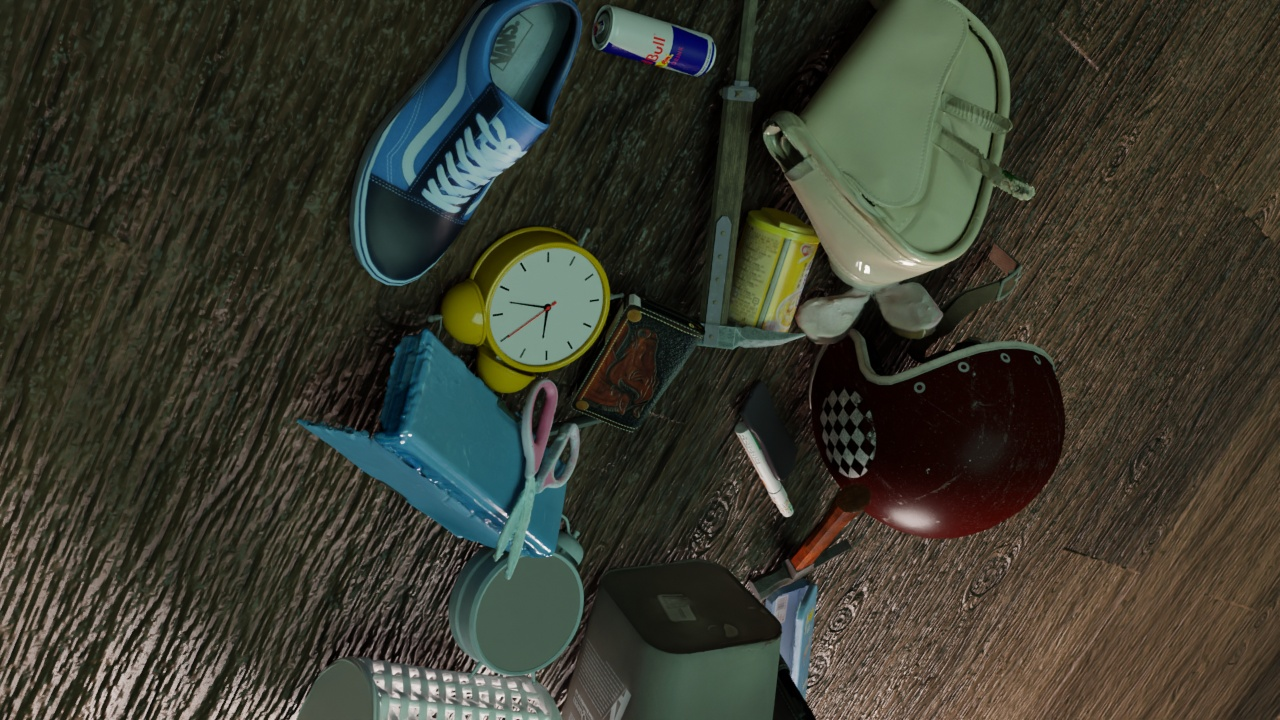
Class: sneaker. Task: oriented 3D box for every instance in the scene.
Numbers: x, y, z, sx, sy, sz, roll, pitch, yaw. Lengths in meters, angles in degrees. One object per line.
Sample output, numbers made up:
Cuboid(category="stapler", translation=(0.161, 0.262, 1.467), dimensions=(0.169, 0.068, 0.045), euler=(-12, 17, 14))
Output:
Cuboid(category="sneaker", translation=(-0.120, -0.150, 0.624), dimensions=(0.083, 0.098, 0.241), euler=(26, 101, -37))

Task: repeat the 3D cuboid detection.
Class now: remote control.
Cuboid(category="remote control", translation=(0.132, 0.075, 0.936), dimensions=(0.046, 0.009, 0.124), euler=(-57, 134, -29))

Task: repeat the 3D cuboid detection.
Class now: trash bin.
Cuboid(category="trash bin", translation=(0.031, 0.340, 0.929), dimensions=(0.197, 0.197, 0.220), euler=(0, 109, -28))

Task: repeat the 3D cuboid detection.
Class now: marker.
Cuboid(category="marker", translation=(0.132, 0.117, 0.964), dimensions=(0.017, 0.017, 0.145), euler=(-37, 127, -7))

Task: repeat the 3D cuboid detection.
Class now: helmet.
Cuboid(category="helmet", translation=(0.289, 0.042, 0.898), dimensions=(0.233, 0.253, 0.234), euler=(2, 130, -30))

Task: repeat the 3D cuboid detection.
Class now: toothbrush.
Cuboid(category="toothbrush", translation=(-0.082, 0.062, 0.817), dimensions=(0.167, 0.013, 0.013), euler=(-13, 129, -23))

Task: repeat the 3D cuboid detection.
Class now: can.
Cuboid(category="can", translation=(0.114, -0.077, 0.816), dimensions=(0.067, 0.067, 0.105), euler=(3, 114, -31))
Cuboid(category="can", translation=(0.011, -0.239, 0.691), dimensions=(0.095, 0.032, 0.032), euler=(4, 113, -31))

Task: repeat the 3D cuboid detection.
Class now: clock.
Cuboid(category="clock", translation=(-0.092, -0.039, 0.733), dimensions=(0.151, 0.052, 0.113), euler=(-37, 128, -11))
Cuboid(category="clock", translation=(-0.108, 0.214, 0.847), dimensions=(0.122, 0.045, 0.159), euler=(21, 84, -38))

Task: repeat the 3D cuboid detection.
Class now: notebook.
Cuboid(category="notebook", translation=(0.129, 0.380, 0.986), dimensions=(0.029, 0.209, 0.170), euler=(-1, 117, -21))

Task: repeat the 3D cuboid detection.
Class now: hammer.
Cuboid(category="hammer", translation=(0.079, -0.162, 0.748), dimensions=(0.147, 0.028, 0.317), euler=(7, 109, 6))
Cuboid(category="hammer", translation=(0.180, 0.179, 0.919), dimensions=(0.111, 0.028, 0.301), euler=(-26, 159, -12))

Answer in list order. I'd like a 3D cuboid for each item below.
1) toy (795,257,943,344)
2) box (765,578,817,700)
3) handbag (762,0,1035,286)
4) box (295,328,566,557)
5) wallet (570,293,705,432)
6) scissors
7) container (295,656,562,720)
Cuboid(category="toy", translation=(0.202, -0.124, 0.844), dimensions=(0.105, 0.131, 0.205), euler=(-36, 118, -64))
Cuboid(category="box", translation=(0.188, 0.361, 1.102), dimensions=(0.069, 0.064, 0.210), euler=(-14, 122, -26))
Cuboid(category="handbag", translation=(0.214, -0.192, 0.717), dimensions=(0.184, 0.132, 0.228), euler=(39, 68, -14))
Cuboid(category="box", translation=(-0.158, 0.078, 0.736), dimensions=(0.110, 0.094, 0.231), euler=(-6, 147, 22))
Cuboid(category="wallet", translation=(-0.005, 0.005, 0.790), dimensions=(0.072, 0.019, 0.123), euler=(23, 123, -14))
Cuboid(category="scissors", translation=(-0.081, 0.109, 0.751), dimensions=(0.016, 0.178, 0.108), euler=(-5, 145, 20))
Cuboid(category="container", translation=(-0.192, 0.368, 0.812), dimensions=(0.186, 0.189, 0.189), euler=(22, 103, -35))
